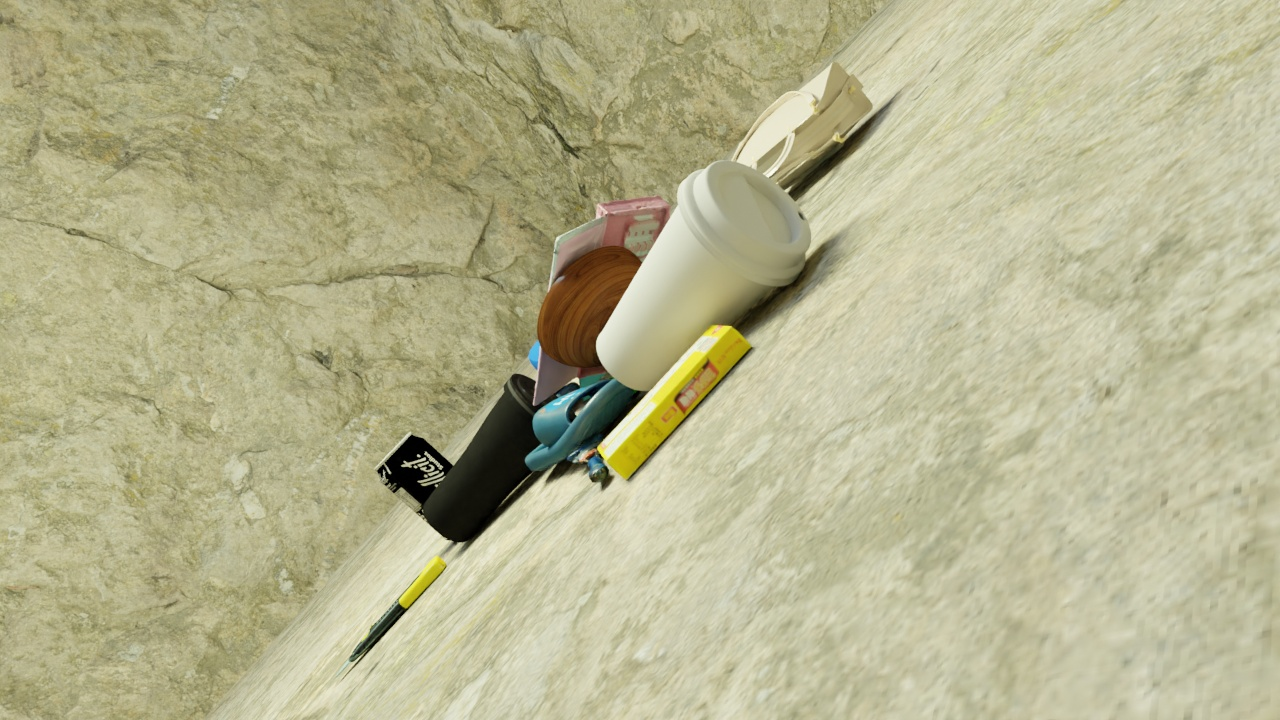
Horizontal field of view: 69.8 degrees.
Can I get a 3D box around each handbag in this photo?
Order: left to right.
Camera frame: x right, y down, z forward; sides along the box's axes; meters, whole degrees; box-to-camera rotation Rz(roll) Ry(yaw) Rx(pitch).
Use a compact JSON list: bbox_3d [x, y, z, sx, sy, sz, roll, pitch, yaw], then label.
[{"bbox_3d":[0.185,-0.266,1.160,0.195,0.101,0.197,-36,13,40],"label":"handbag"}]

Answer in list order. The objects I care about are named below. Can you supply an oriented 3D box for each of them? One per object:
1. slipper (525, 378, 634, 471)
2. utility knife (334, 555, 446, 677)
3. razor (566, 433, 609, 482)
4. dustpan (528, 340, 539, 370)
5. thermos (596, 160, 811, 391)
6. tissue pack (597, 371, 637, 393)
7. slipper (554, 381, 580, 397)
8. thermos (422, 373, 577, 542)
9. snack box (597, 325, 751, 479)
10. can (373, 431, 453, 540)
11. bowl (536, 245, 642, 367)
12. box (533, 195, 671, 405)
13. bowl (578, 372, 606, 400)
[{"bbox_3d":[-0.071,0.062,0.985,0.103,0.059,0.214,-37,-2,-32],"label":"slipper"},{"bbox_3d":[-0.309,0.316,1.130,0.186,0.020,0.029,-48,6,-9],"label":"utility knife"},{"bbox_3d":[-0.044,0.096,0.850,0.044,0.018,0.141,-35,8,-4],"label":"razor"},{"bbox_3d":[-0.098,-0.043,1.335,0.244,0.059,0.258,-50,19,-28],"label":"dustpan"},{"bbox_3d":[0.047,-0.068,0.860,0.223,0.131,0.131,-50,4,39],"label":"thermos"},{"bbox_3d":[-0.006,0.006,1.046,0.099,0.034,0.114,-45,7,-19],"label":"tissue pack"},{"bbox_3d":[-0.157,0.082,1.368,0.103,0.059,0.214,-53,9,-30],"label":"slipper"},{"bbox_3d":[-0.177,0.123,1.137,0.219,0.106,0.105,-50,7,11],"label":"thermos"},{"bbox_3d":[0.026,0.032,0.776,0.152,0.025,0.075,-47,8,-3],"label":"snack box"},{"bbox_3d":[-0.282,0.171,1.242,0.080,0.146,0.080,-45,8,8],"label":"can"},{"bbox_3d":[-0.034,-0.044,0.998,0.147,0.069,0.147,-32,-36,-27],"label":"bowl"},{"bbox_3d":[-0.055,-0.071,1.056,0.179,0.051,0.233,-22,-41,-40],"label":"box"},{"bbox_3d":[-0.056,-0.002,1.299,0.121,0.046,0.121,-45,8,8],"label":"bowl"}]
